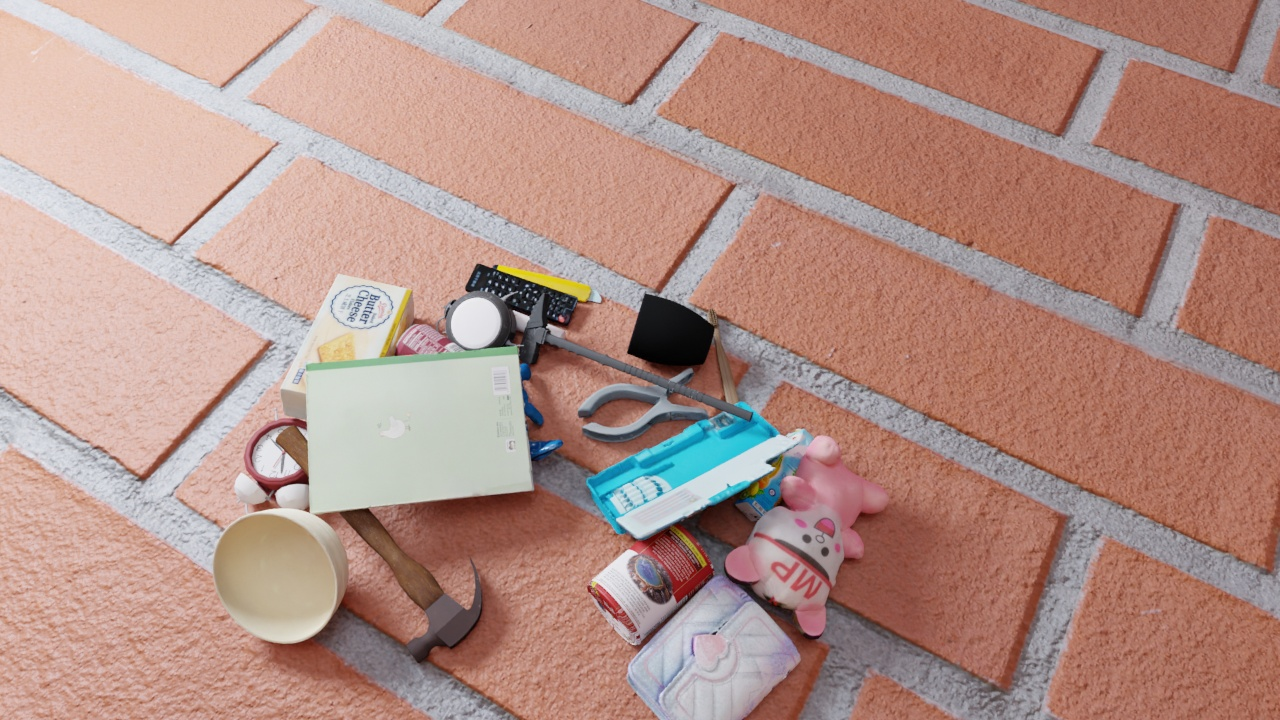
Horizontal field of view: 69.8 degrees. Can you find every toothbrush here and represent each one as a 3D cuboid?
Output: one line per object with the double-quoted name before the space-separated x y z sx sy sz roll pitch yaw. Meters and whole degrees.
"toothbrush" 0.109 0.001 1.214 0.016 0.016 0.166 -8 59 -4

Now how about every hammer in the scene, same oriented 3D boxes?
"hammer" -0.306 0.196 1.054 0.323 0.033 0.115 44 68 12
"hammer" -0.007 0.007 1.153 0.325 0.015 0.095 21 99 21

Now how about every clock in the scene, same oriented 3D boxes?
"clock" -0.216 -0.045 1.208 0.123 0.044 0.091 -9 81 8
"clock" -0.432 0.129 1.114 0.096 0.048 0.137 9 58 5

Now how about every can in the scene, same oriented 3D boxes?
"can" -0.253 0.006 1.172 0.114 0.063 0.063 34 64 8
"can" 0.011 0.245 1.021 0.116 0.087 0.086 -37 65 -21

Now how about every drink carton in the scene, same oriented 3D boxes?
"drink carton" 0.168 0.138 1.113 0.038 0.044 0.128 45 65 -7

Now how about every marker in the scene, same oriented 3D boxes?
"marker" -0.166 -0.052 1.239 0.133 0.023 0.027 21 17 13

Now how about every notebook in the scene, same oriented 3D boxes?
"notebook" -0.261 0.078 1.079 0.252 0.010 0.181 -5 73 -10

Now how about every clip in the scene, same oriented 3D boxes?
"clip" -0.002 0.046 1.178 0.163 0.028 0.107 -9 61 -7

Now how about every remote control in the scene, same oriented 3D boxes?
"remote control" -0.163 -0.088 1.258 0.150 0.022 0.047 19 63 3

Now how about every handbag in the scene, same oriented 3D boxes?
"handbag" 0.078 0.326 0.985 0.158 0.069 0.126 -38 67 -24

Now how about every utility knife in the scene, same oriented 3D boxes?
"utility knife" -0.133 -0.104 1.277 0.163 0.017 0.030 13 77 7

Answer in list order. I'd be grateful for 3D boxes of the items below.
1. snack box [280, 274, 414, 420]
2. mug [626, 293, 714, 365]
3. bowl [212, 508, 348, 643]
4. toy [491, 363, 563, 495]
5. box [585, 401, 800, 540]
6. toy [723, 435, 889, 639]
"snack box" -0.366 -0.013 1.169 0.104 0.058 0.207 12 48 -3
"mug" 0.044 -0.042 1.211 0.100 0.085 0.118 17 30 -2
"bowl" -0.387 0.229 1.020 0.151 0.075 0.151 2 100 11
"toy" -0.151 0.073 1.141 0.113 0.071 0.176 -11 59 6
"box" 0.068 0.136 1.066 0.226 0.056 0.185 -25 23 -14
"toy" 0.192 0.197 1.047 0.142 0.084 0.212 44 58 -15
